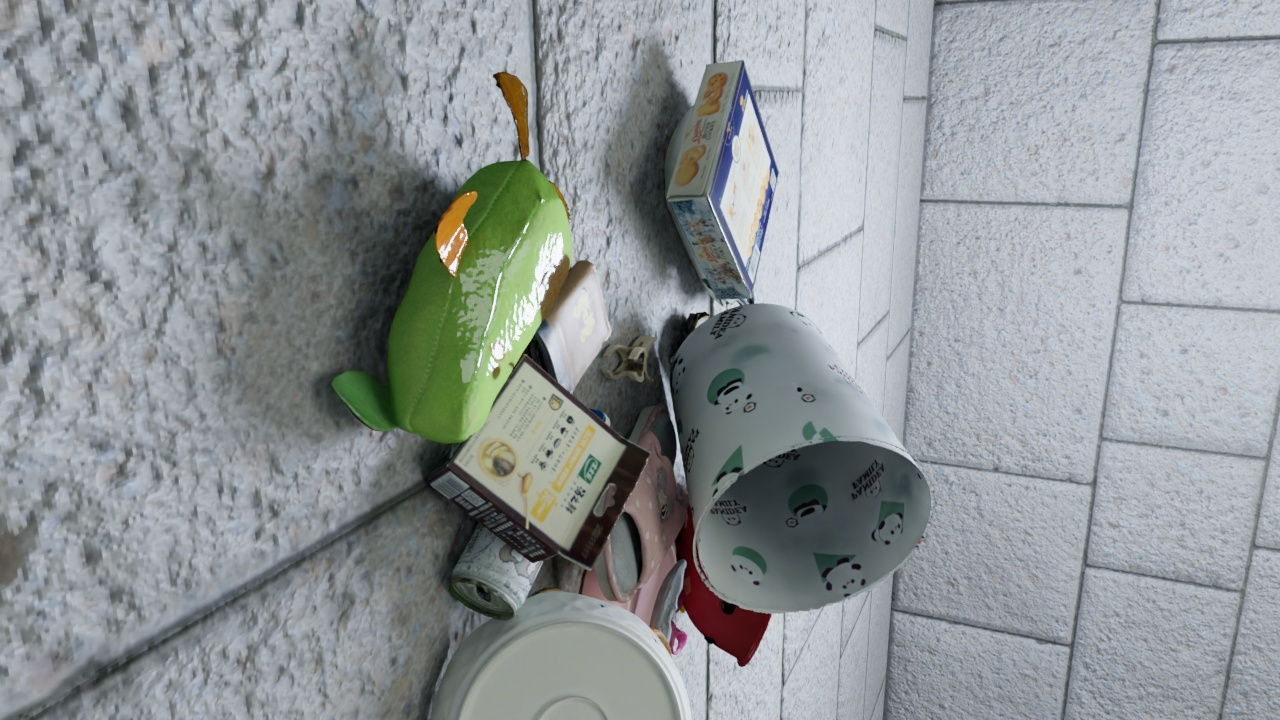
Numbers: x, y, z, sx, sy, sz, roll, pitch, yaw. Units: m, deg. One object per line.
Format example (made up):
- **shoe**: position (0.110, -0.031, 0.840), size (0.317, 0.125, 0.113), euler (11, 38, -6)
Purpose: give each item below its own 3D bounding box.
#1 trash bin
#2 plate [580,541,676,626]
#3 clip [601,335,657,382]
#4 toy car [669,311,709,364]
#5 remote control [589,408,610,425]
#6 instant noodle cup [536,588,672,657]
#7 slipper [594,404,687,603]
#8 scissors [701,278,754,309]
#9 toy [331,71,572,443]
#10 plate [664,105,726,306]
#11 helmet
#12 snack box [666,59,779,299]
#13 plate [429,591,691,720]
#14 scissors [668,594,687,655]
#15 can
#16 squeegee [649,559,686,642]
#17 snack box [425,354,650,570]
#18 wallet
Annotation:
- **trash bin**: position (0.140, 0.085, 0.935), size (0.251, 0.229, 0.230), euler (-105, -178, -53)
- **plate**: position (-0.003, 0.243, 0.962), size (0.192, 0.039, 0.192), euler (-24, 117, -61)
- **clip**: position (-0.005, 0.000, 0.909), size (0.099, 0.035, 0.070), euler (-6, 100, -70)
- **toy car**: position (0.072, 0.009, 1.077), size (0.158, 0.042, 0.070), euler (71, 35, -48)
- **remote control**: position (-0.062, 0.101, 0.786), size (0.024, 0.049, 0.124), euler (53, 49, -61)
- **instant noodle cup**: position (-0.045, 0.283, 0.793), size (0.151, 0.111, 0.151), euler (7, 90, -66)
- **slipper**: position (0.010, 0.129, 0.889), size (0.273, 0.054, 0.114), euler (-64, 144, -62)
- **scissors**: position (0.101, -0.068, 1.066), size (0.178, 0.014, 0.159), euler (15, 78, -64)
- **toy**: position (-0.101, -0.052, 0.604), size (0.227, 0.090, 0.246), euler (81, 26, -65)
- **plate**: position (0.079, -0.176, 1.050), size (0.266, 0.034, 0.161), euler (56, 45, -55)
- **helmet**: position (0.110, 0.224, 1.079), size (0.239, 0.144, 0.207), euler (-54, 165, -47)
- **snack box**: position (0.094, -0.188, 0.974), size (0.182, 0.046, 0.177), euler (56, 44, -53)
- **plate**: position (-0.054, 0.280, 0.683), size (0.046, 0.205, 0.204), euler (140, -35, -71)
- **scissors**: position (0.034, 0.313, 1.099), size (0.133, 0.017, 0.118), euler (-10, 105, -61)
- **can**: position (-0.092, 0.123, 0.714), size (0.058, 0.058, 0.146), euler (71, 34, -44)
- **squeegee**: position (0.012, 0.317, 0.897), size (0.248, 0.040, 0.249), euler (120, -19, -70)
- **snack box**: position (-0.072, 0.078, 0.674), size (0.125, 0.053, 0.113), euler (42, 51, -15)
- **wallet**: position (-0.062, -0.020, 0.780), size (0.115, 0.033, 0.090), euler (-60, 146, -48)
